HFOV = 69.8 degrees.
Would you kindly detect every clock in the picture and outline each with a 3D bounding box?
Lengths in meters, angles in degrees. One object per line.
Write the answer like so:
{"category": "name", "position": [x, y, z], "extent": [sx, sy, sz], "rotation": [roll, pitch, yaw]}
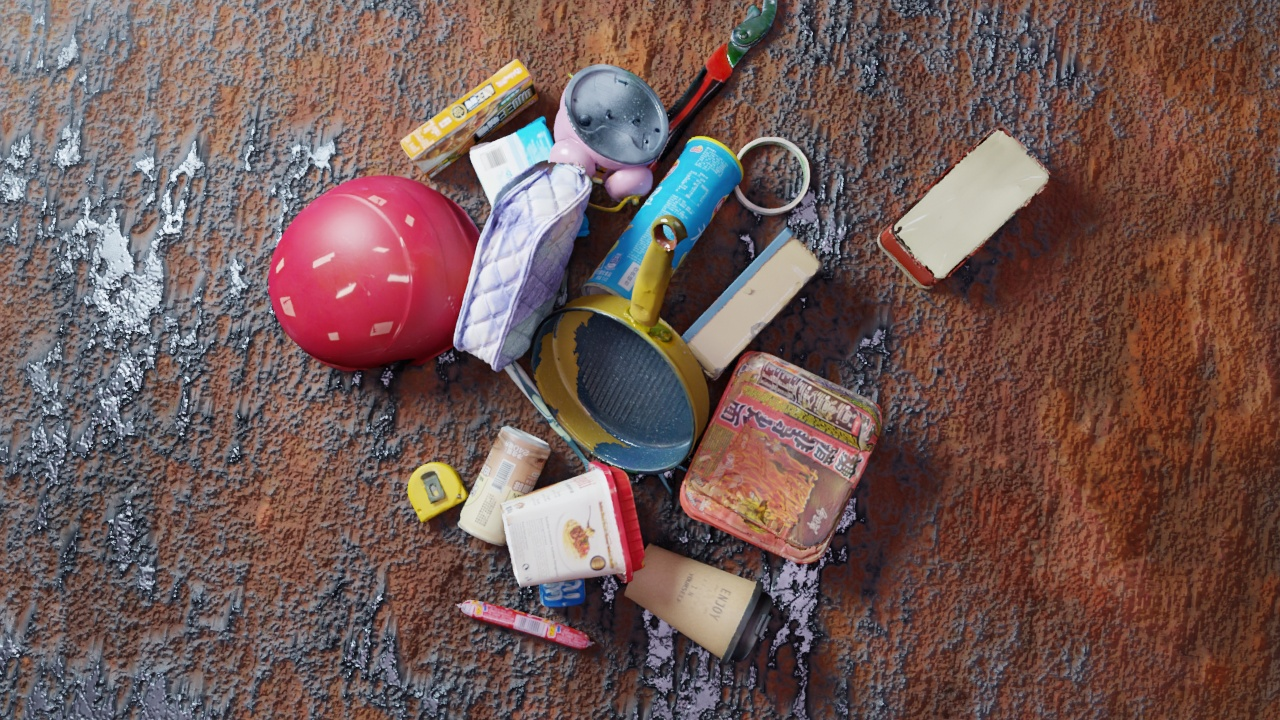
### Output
{"category": "clock", "position": [-0.036, -0.226, 0.954], "extent": [0.117, 0.060, 0.158], "rotation": [15, 65, -22]}

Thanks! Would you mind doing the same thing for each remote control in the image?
{"category": "remote control", "position": [-0.087, 0.199, 0.981], "extent": [0.049, 0.024, 0.125], "rotation": [-4, 87, 0]}

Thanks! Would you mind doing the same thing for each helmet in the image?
{"category": "helmet", "position": [-0.283, -0.090, 0.947], "extent": [0.240, 0.144, 0.207], "rotation": [-25, 88, 0]}

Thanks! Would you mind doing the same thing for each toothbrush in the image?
{"category": "toothbrush", "position": [-0.096, 0.062, 0.994], "extent": [0.016, 0.018, 0.191], "rotation": [-38, 88, -2]}

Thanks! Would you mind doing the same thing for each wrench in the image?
{"category": "wrench", "position": [0.069, -0.308, 1.018], "extent": [0.056, 0.016, 0.273], "rotation": [34, 87, 6]}

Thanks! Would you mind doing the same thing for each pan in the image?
{"category": "pan", "position": [-0.008, -0.014, 0.849], "extent": [0.198, 0.359, 0.078], "rotation": [36, 48, 10]}

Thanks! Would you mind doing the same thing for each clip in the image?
{"category": "clip", "position": [0.025, 0.114, 0.992], "extent": [0.054, 0.013, 0.033], "rotation": [43, 87, 1]}

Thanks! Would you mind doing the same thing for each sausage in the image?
{"category": "sausage", "position": [-0.123, 0.280, 0.979], "extent": [0.156, 0.020, 0.020], "rotation": [16, 86, 1]}

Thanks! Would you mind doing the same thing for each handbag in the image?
{"category": "handbag", "position": [-0.118, -0.093, 0.902], "extent": [0.075, 0.133, 0.194], "rotation": [31, 128, 7]}

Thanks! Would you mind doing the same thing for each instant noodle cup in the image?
{"category": "instant noodle cup", "position": [-0.070, 0.169, 0.916], "extent": [0.124, 0.116, 0.116], "rotation": [-12, 91, -12]}
{"category": "instant noodle cup", "position": [0.144, 0.102, 0.958], "extent": [0.164, 0.079, 0.188], "rotation": [26, 86, 2]}

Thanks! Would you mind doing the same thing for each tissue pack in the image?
{"category": "tissue pack", "position": [-0.119, -0.185, 0.988], "extent": [0.090, 0.063, 0.140], "rotation": [-23, 85, 1]}

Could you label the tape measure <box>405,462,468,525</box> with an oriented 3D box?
{"category": "tape measure", "position": [-0.221, 0.138, 0.985], "extent": [0.060, 0.029, 0.057], "rotation": [-28, 86, -2]}

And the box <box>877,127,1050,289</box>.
{"category": "box", "position": [0.346, -0.161, 0.975], "extent": [0.168, 0.076, 0.091], "rotation": [-43, 86, -2]}

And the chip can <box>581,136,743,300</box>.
{"category": "chip can", "position": [0.025, -0.134, 0.952], "extent": [0.071, 0.071, 0.209], "rotation": [34, 71, 3]}

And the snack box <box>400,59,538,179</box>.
{"category": "snack box", "position": [-0.182, -0.258, 0.987], "extent": [0.153, 0.075, 0.026], "rotation": [-37, 86, -2]}

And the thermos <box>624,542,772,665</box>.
{"category": "thermos", "position": [0.060, 0.247, 0.948], "extent": [0.143, 0.093, 0.093], "rotation": [26, 87, 9]}

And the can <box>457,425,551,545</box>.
{"category": "can", "position": [-0.143, 0.131, 0.969], "extent": [0.058, 0.058, 0.116], "rotation": [25, 87, 2]}

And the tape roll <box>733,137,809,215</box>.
{"category": "tape roll", "position": [0.143, -0.203, 1.011], "extent": [0.086, 0.014, 0.085], "rotation": [0, 86, 1]}

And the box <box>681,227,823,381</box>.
{"category": "box", "position": [0.117, -0.060, 0.966], "extent": [0.060, 0.090, 0.184], "rotation": [42, 85, 4]}
